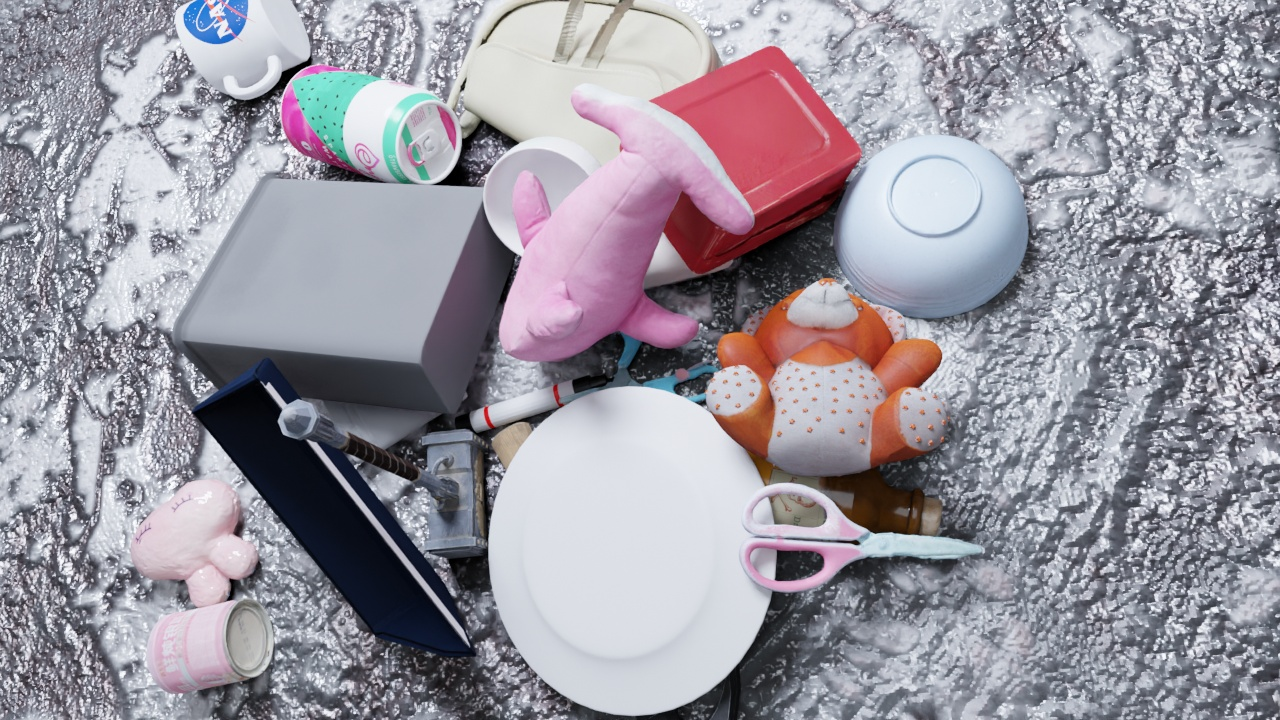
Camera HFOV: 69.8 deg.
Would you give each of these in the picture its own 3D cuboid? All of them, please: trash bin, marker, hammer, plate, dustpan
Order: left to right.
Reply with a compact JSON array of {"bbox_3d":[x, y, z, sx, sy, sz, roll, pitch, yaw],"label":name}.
[{"bbox_3d":[-0.246,0.117,0.700,0.080,0.273,0.236,-37,104,-14],"label":"dustpan"},{"bbox_3d":[-0.244,-0.060,0.783,0.220,0.098,0.191,5,57,15],"label":"trash bin"},{"bbox_3d":[-0.165,0.073,0.627,0.044,0.322,0.098,-6,73,5],"label":"hammer"},{"bbox_3d":[-0.088,0.036,0.781,0.146,0.019,0.019,-17,71,9],"label":"marker"},{"bbox_3d":[-0.034,0.180,0.720,0.132,0.040,0.305,-33,69,7],"label":"hammer"},{"bbox_3d":[-0.017,0.138,0.686,0.243,0.016,0.242,-5,78,26],"label":"plate"}]

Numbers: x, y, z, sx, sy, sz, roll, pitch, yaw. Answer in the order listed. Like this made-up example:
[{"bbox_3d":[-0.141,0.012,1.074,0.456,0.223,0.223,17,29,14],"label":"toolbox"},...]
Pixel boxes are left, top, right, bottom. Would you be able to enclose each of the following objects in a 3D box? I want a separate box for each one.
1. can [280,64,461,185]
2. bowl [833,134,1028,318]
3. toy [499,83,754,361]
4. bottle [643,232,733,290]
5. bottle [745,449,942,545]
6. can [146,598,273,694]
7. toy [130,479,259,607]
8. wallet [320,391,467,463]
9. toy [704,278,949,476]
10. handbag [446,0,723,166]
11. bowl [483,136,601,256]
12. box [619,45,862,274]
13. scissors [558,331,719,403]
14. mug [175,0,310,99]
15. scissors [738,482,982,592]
[{"bbox_3d":[-0.248,-0.214,0.839,0.166,0.088,0.088,22,81,31],"label":"can"},{"bbox_3d":[0.226,-0.114,0.711,0.151,0.075,0.150,-4,74,13],"label":"bowl"},{"bbox_3d":[-0.041,-0.066,0.674,0.186,0.266,0.127,40,44,2],"label":"toy"},{"bbox_3d":[0.003,-0.085,0.773,0.146,0.051,0.051,-13,72,11],"label":"bottle"},{"bbox_3d":[0.140,0.103,0.678,0.157,0.068,0.067,9,77,17],"label":"bottle"},{"bbox_3d":[-0.360,0.239,0.770,0.076,0.067,0.067,-14,72,10],"label":"can"},{"bbox_3d":[-0.389,0.164,0.810,0.108,0.053,0.105,-45,84,-2],"label":"toy"},{"bbox_3d":[-0.217,0.031,0.809,0.116,0.032,0.086,-27,71,-3],"label":"wallet"},{"bbox_3d":[0.135,0.003,0.670,0.164,0.093,0.172,2,39,10],"label":"toy"},{"bbox_3d":[-0.057,-0.242,0.798,0.229,0.132,0.184,32,92,22],"label":"handbag"},{"bbox_3d":[-0.072,-0.136,0.762,0.105,0.105,0.054,2,33,15],"label":"bowl"},{"bbox_3d":[0.076,-0.154,0.725,0.158,0.087,0.129,-30,79,-24],"label":"box"},{"bbox_3d":[-0.005,0.003,0.762,0.136,0.015,0.125,-10,66,-6],"label":"scissors"},{"bbox_3d":[-0.394,-0.315,0.918,0.090,0.091,0.121,-21,72,8],"label":"mug"},{"bbox_3d":[0.154,0.124,0.632,0.174,0.017,0.076,3,87,-3],"label":"scissors"}]
